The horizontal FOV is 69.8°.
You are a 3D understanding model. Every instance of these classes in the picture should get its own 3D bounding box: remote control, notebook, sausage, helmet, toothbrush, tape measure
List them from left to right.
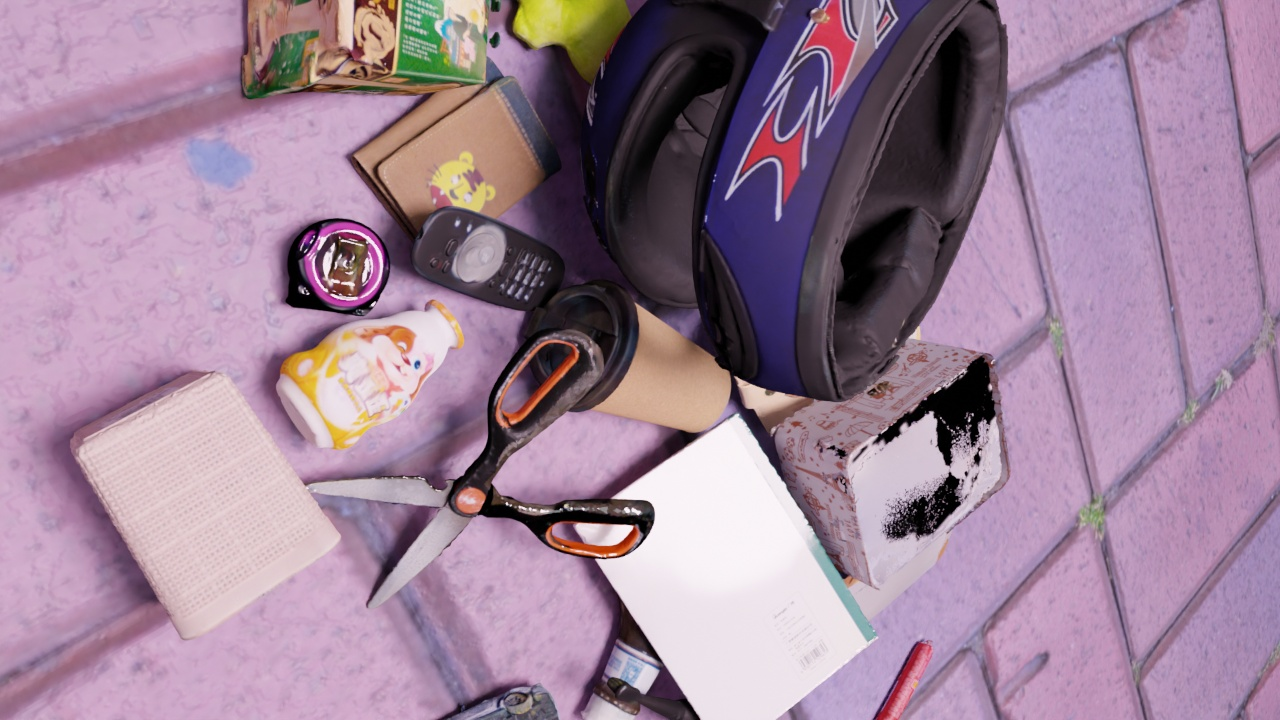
[{"bbox_3d":[-0.179,-0.056,0.546,0.057,0.039,0.058,10,87,-35],"label":"tape measure"},{"bbox_3d":[-0.099,-0.065,0.592,0.136,0.024,0.053,19,104,-57],"label":"remote control"},{"bbox_3d":[0.036,0.269,0.696,0.026,0.027,0.212,-53,137,-4],"label":"toothbrush"},{"bbox_3d":[0.067,0.165,0.680,0.150,0.012,0.209,-33,95,-13],"label":"notebook"},{"bbox_3d":[0.078,-0.132,0.592,0.314,0.241,0.247,-54,144,-30],"label":"helmet"},{"bbox_3d":[0.244,0.335,0.885,0.020,0.020,0.155,49,67,-27],"label":"sausage"}]

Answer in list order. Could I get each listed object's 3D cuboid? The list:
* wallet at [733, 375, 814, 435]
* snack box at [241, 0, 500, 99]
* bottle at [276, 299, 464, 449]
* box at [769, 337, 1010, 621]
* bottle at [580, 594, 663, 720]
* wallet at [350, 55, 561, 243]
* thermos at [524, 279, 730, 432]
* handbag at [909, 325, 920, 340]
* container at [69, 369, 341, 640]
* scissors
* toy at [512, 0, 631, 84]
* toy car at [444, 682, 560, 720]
[{"bbox_3d":[0.116,0.008,0.721,0.087,0.024,0.115,-30,135,4],"label":"wallet"},{"bbox_3d":[-0.151,-0.201,0.522,0.105,0.118,0.118,0,96,-47],"label":"snack box"},{"bbox_3d":[-0.159,0.004,0.550,0.108,0.063,0.063,-36,113,-28],"label":"bottle"},{"bbox_3d":[0.211,0.129,0.765,0.178,0.110,0.260,-30,118,-26],"label":"box"},{"bbox_3d":[0.016,0.189,0.700,0.080,0.044,0.194,35,75,-24],"label":"bottle"},{"bbox_3d":[-0.115,-0.129,0.592,0.115,0.033,0.090,-44,117,-20],"label":"wallet"},{"bbox_3d":[-0.004,0.004,0.649,0.143,0.093,0.093,23,80,-43],"label":"thermos"},{"bbox_3d":[0.192,-0.062,0.797,0.163,0.063,0.178,43,66,-31],"label":"handbag"},{"bbox_3d":[-0.235,0.070,0.489,0.090,0.090,0.111,-34,108,-28],"label":"container"},{"bbox_3d":[-0.087,0.078,0.576,0.234,0.021,0.221,19,106,-24],"label":"scissors"},{"bbox_3d":[-0.043,-0.238,0.633,0.100,0.031,0.097,-13,99,-33],"label":"toy"},{"bbox_3d":[-0.111,0.262,0.622,0.120,0.037,0.054,-18,104,-22],"label":"toy car"}]
